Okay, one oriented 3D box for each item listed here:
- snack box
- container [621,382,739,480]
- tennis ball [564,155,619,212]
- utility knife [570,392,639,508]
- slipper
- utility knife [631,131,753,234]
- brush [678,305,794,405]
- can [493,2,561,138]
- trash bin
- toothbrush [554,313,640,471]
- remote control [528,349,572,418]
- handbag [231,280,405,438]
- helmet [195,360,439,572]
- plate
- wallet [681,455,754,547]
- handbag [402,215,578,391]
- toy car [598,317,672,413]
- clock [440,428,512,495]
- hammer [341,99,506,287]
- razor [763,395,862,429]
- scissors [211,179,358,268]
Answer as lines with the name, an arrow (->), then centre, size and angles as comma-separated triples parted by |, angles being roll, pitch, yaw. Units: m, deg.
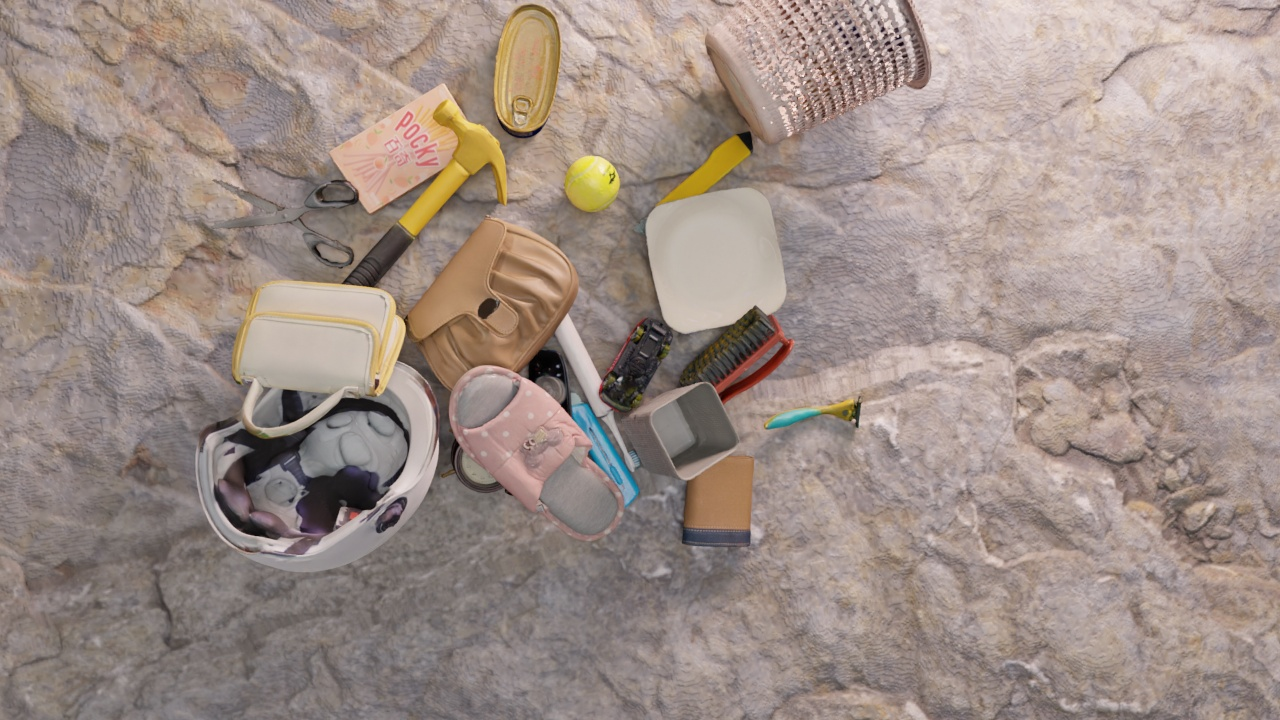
snack box -> -0.273, -0.247, 1.074 | 0.157, 0.026, 0.084 | -33, 97, -5
container -> 0.042, 0.084, 1.087 | 0.090, 0.114, 0.090 | -29, 96, -21
tennis ball -> -0.057, -0.209, 1.088 | 0.065, 0.065, 0.065 | 0, 93, -9
utility knife -> -0.050, 0.108, 1.130 | 0.034, 0.018, 0.162 | -30, 95, -5
slipper -> -0.112, 0.115, 1.050 | 0.114, 0.054, 0.274 | -43, 117, -7
utility knife -> 0.066, -0.217, 1.131 | 0.192, 0.015, 0.033 | -40, 94, -4
brush -> 0.115, 0.006, 1.117 | 0.146, 0.063, 0.069 | -42, 109, 14
can -> -0.134, -0.338, 1.078 | 0.074, 0.049, 0.148 | 7, 92, -8
trash bin -> 0.191, -0.362, 1.056 | 0.192, 0.227, 0.227 | -32, 97, 7
toothbrush -> -0.055, 0.038, 1.121 | 0.026, 0.027, 0.221 | -30, 97, -30
remote control -> -0.107, 0.054, 1.112 | 0.053, 0.024, 0.136 | -2, 94, 16
handbag -> -0.352, 0.001, 0.978 | 0.163, 0.063, 0.178 | 5, 60, 5
helmet -> -0.335, 0.126, 1.012 | 0.258, 0.146, 0.229 | -36, 62, -22
plate -> 0.091, -0.123, 1.130 | 0.164, 0.034, 0.163 | -12, 95, -7
wallet -> 0.098, 0.176, 1.149 | 0.090, 0.033, 0.115 | 3, 92, -11
handbag -> -0.172, -0.061, 1.057 | 0.148, 0.100, 0.204 | 39, 91, 1
toy car -> -0.007, 0.007, 1.114 | 0.053, 0.045, 0.120 | 34, 78, -12
clock -> -0.172, 0.118, 1.094 | 0.122, 0.055, 0.082 | 10, 91, -10
hammer -> -0.271, -0.150, 1.063 | 0.301, 0.033, 0.129 | -48, 119, 2
razor -> 0.217, 0.071, 1.162 | 0.132, 0.028, 0.043 | -9, 125, -10
scissors -> -0.402, -0.165, 1.057 | 0.179, 0.014, 0.159 | -29, 107, 10
